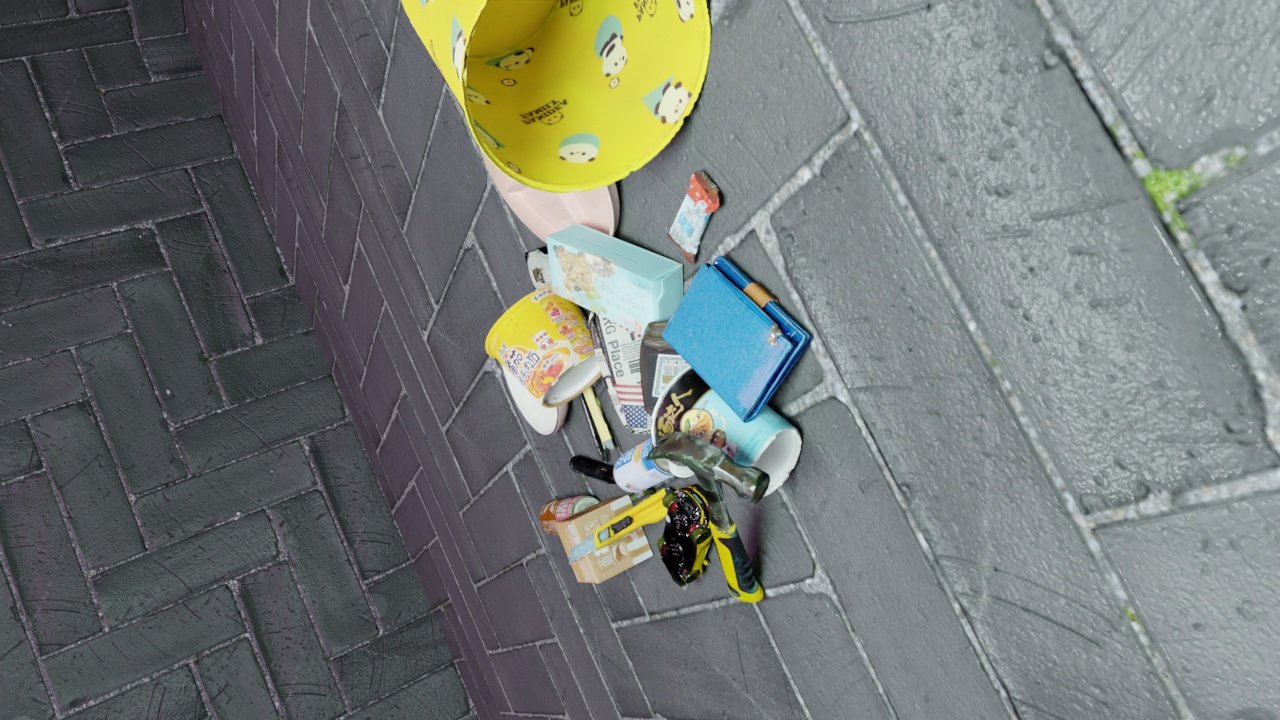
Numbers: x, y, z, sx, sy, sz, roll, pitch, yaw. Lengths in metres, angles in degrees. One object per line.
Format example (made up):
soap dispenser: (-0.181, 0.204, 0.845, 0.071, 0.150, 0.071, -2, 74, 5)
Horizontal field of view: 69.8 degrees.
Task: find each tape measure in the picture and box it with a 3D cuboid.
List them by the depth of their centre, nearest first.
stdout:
tape measure: (-0.124, -0.120, 1.223, 0.066, 0.033, 0.066, 3, 113, 61)

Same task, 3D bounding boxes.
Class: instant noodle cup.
instant noodle cup: (0.090, 0.072, 0.903, 0.120, 0.111, 0.111, 33, 137, 38)
instant noodle cup: (-0.114, -0.013, 1.184, 0.110, 0.137, 0.138, 50, 149, 18)

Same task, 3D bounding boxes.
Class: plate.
plate: (-0.107, -0.221, 1.067, 0.229, 0.028, 0.230, 37, 150, 25)
plate: (-0.156, 0.018, 1.374, 0.192, 0.039, 0.193, 41, 142, 43)

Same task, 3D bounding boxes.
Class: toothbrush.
toothbrush: (-0.041, 0.161, 1.283, 0.027, 0.026, 0.213, 42, 163, -27)
toothbrush: (-0.080, 0.059, 1.291, 0.181, 0.015, 0.018, 68, 159, 2)

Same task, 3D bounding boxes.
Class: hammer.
hammer: (0.084, 0.170, 0.929, 0.126, 0.031, 0.324, 27, 156, 29)

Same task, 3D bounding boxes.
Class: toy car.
toy car: (0.056, 0.216, 1.124, 0.071, 0.041, 0.156, 48, 145, 35)

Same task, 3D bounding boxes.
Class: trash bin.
trash bin: (-0.097, -0.317, 0.847, 0.255, 0.229, 0.230, 52, 149, 41)

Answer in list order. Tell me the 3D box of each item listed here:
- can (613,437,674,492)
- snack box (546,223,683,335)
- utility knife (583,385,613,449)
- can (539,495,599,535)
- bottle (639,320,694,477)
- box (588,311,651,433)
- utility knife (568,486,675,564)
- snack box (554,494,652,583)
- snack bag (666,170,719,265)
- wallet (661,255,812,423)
can: (0.012, 0.127, 1.128, 0.053, 0.053, 0.135, 65, 153, 7)
snack box: (-0.029, -0.090, 1.019, 0.175, 0.051, 0.074, 27, 133, 38)
utility knife: (-0.072, 0.046, 1.264, 0.031, 0.018, 0.167, -32, 81, 58)
can: (-0.109, 0.242, 1.426, 0.148, 0.057, 0.058, -24, 88, 63)
bottle: (0.043, 0.046, 0.996, 0.043, 0.080, 0.195, -74, -17, -50)
box: (-0.005, 0.006, 1.081, 0.088, 0.076, 0.162, -13, 95, 39)
utility knife: (-0.026, 0.218, 1.191, 0.210, 0.015, 0.033, -35, 66, 30)
snack box: (-0.052, 0.251, 1.289, 0.077, 0.094, 0.092, -27, 85, 63)
snack bag: (0.051, -0.137, 0.898, 0.045, 0.026, 0.106, 50, 150, 15)
wallet: (0.087, -0.023, 0.864, 0.133, 0.040, 0.107, 47, 119, 32)
